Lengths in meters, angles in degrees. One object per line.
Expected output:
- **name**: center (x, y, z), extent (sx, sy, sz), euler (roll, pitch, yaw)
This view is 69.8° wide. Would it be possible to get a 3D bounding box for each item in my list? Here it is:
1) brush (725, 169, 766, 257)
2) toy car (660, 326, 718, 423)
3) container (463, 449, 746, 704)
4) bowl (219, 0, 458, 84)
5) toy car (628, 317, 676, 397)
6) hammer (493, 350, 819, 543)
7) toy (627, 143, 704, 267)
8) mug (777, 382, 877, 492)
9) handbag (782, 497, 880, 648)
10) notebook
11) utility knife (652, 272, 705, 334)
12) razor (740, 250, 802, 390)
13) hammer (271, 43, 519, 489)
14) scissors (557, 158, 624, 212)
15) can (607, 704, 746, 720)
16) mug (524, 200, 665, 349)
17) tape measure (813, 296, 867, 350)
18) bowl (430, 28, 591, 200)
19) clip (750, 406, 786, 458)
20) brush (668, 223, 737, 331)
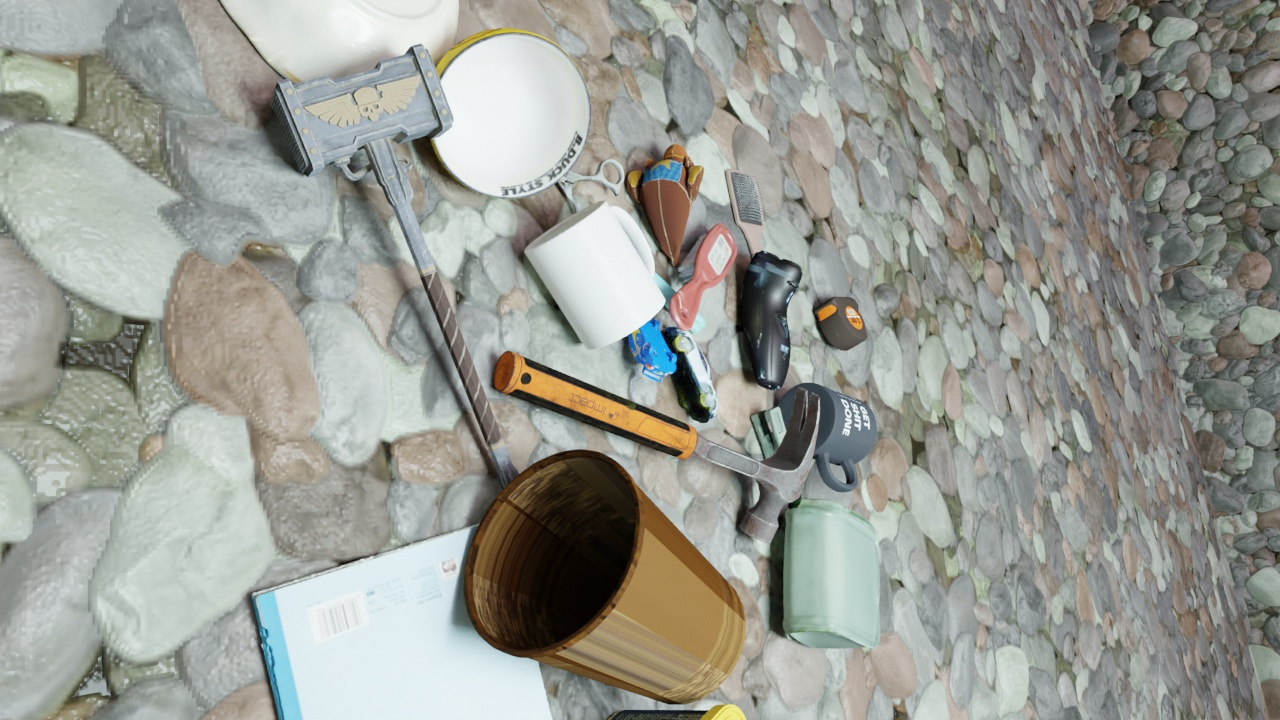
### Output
- **brush**: center (0.120, -0.136, 0.958), extent (0.049, 0.015, 0.135), euler (0, 76, -48)
- **toy car**: center (0.044, 0.011, 0.794), extent (0.027, 0.039, 0.090), euler (-27, 97, -28)
- **container**: center (-0.012, 0.157, 0.612), extent (0.167, 0.132, 0.132), euler (44, 46, -42)
- **bowl**: center (-0.190, -0.267, 0.622), extent (0.188, 0.060, 0.219), euler (-3, 78, -49)
- **toy car**: center (-0.004, 0.004, 0.769), extent (0.033, 0.062, 0.092), euler (23, 30, -39)
- **hammer**: center (0.025, 0.047, 0.736), extent (0.314, 0.035, 0.138), euler (24, 93, -35)
- **toy**: center (0.033, -0.143, 0.850), extent (0.090, 0.071, 0.103), euler (-59, 144, -57)
- **mug**: center (0.187, 0.079, 0.905), extent (0.077, 0.071, 0.105), euler (18, 53, -44)
- **handbag**: center (0.171, 0.200, 0.850), extent (0.106, 0.067, 0.121), euler (36, 51, -46)
- **notebook**: center (-0.121, 0.237, 0.550), extent (0.180, 0.009, 0.253), euler (-8, 83, -51)
- **utility knife**: center (0.008, -0.072, 0.800), extent (0.165, 0.015, 0.022), euler (40, 50, -39)
- **razor**: center (0.132, -0.041, 0.898), extent (0.053, 0.064, 0.140), euler (22, 59, -41)
- **hammer**: center (-0.131, -0.034, 0.605), extent (0.098, 0.044, 0.322), euler (-24, 102, -23)
- **scissors**: center (-0.063, -0.138, 0.754), extent (0.141, 0.014, 0.158), euler (-9, 88, -43)
- **can**: center (0.029, 0.307, 0.619), extent (0.075, 0.105, 0.135), euler (-25, 95, -50)
- **mug**: center (-0.027, -0.076, 0.724), extent (0.090, 0.074, 0.110), euler (58, 41, -16)
- **tape measure**: center (0.224, -0.040, 1.026), extent (0.058, 0.038, 0.058), euler (-5, 66, -50)
- **bowl**: center (-0.101, -0.183, 0.668), extent (0.117, 0.117, 0.067), euler (36, 9, -35)
- **clip**: center (0.131, 0.083, 0.880), extent (0.023, 0.042, 0.076), euler (-19, 89, -49)
- **brush**: center (0.049, -0.074, 0.829), extent (0.041, 0.030, 0.171), euler (57, 34, -18)
